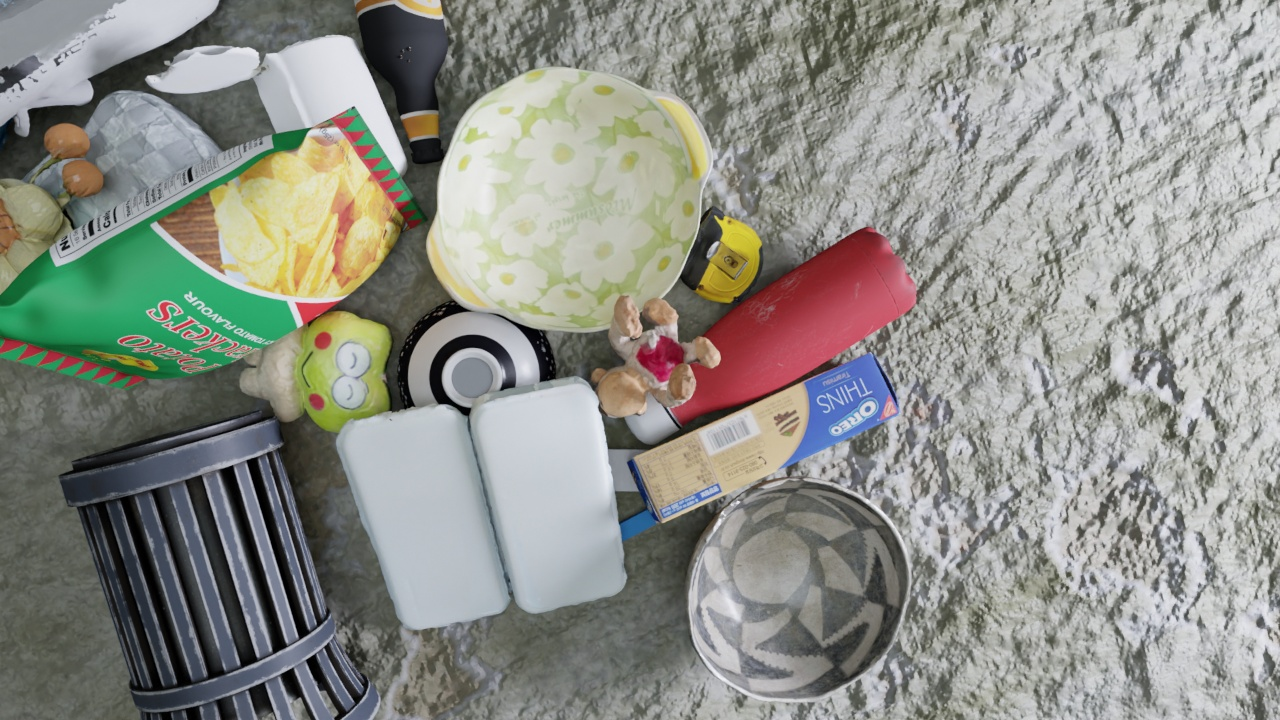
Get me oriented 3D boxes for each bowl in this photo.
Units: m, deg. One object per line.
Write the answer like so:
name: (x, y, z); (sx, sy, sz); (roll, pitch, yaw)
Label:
bowl: (-0.053, -0.117, 0.682); (0.219, 0.060, 0.188); (-31, 100, -1)
bowl: (-0.122, 0.011, 0.681); (0.120, 0.066, 0.120); (0, 92, -6)
bowl: (0.115, 0.172, 0.727); (0.178, 0.081, 0.178); (-1, 98, -7)

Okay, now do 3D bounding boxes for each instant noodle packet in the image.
instant noodle packet: (-0.268, -0.059, 0.591); (0.252, 0.196, 0.090); (-31, 82, -6)

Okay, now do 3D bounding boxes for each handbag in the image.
handbag: (-0.367, -0.104, 0.615); (0.171, 0.123, 0.112); (-44, 85, -1)

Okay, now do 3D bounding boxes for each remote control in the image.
remote control: (-0.052, 0.086, 0.730); (0.131, 0.012, 0.033); (2, 89, -7)

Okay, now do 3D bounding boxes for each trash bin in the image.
trash bin: (-0.295, 0.161, 0.640); (0.164, 0.164, 0.227); (-15, 95, -5)

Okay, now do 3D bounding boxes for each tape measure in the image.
tape measure: (0.064, -0.078, 0.712); (0.064, 0.037, 0.065); (34, 92, -9)

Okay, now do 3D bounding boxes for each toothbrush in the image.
toothbrush: (0.013, 0.124, 0.746); (0.166, 0.014, 0.016); (-28, 97, 1)

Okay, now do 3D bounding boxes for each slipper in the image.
slipper: (-0.382, -0.200, 0.594); (0.246, 0.112, 0.075); (-48, 143, -23)

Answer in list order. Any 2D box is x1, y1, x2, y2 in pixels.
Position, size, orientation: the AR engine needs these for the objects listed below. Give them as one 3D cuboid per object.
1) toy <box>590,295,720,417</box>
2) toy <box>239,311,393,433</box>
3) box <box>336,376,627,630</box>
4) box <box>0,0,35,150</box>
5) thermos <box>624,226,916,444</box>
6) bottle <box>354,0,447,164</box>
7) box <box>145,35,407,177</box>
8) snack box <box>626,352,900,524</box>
toy: (-0.004, 0.004, 0.663); (0.085, 0.074, 0.106); (46, 131, -2)
toy: (-0.241, 0.008, 0.683); (0.115, 0.046, 0.092); (4, 96, 1)
box: (-0.111, 0.114, 0.684); (0.188, 0.037, 0.209); (-11, 121, -9)
box: (-0.447, -0.255, 0.632); (0.093, 0.052, 0.231); (26, 94, -26)
thermos: (0.092, -0.011, 0.706); (0.240, 0.073, 0.073); (-32, 100, 6)
bottle: (-0.168, -0.233, 0.654); (0.059, 0.059, 0.182); (-10, 98, -6)
box: (-0.238, -0.157, 0.621); (0.149, 0.080, 0.106); (-27, 100, -45)
snack box: (0.096, 0.061, 0.713); (0.206, 0.056, 0.057); (-23, 83, -7)
